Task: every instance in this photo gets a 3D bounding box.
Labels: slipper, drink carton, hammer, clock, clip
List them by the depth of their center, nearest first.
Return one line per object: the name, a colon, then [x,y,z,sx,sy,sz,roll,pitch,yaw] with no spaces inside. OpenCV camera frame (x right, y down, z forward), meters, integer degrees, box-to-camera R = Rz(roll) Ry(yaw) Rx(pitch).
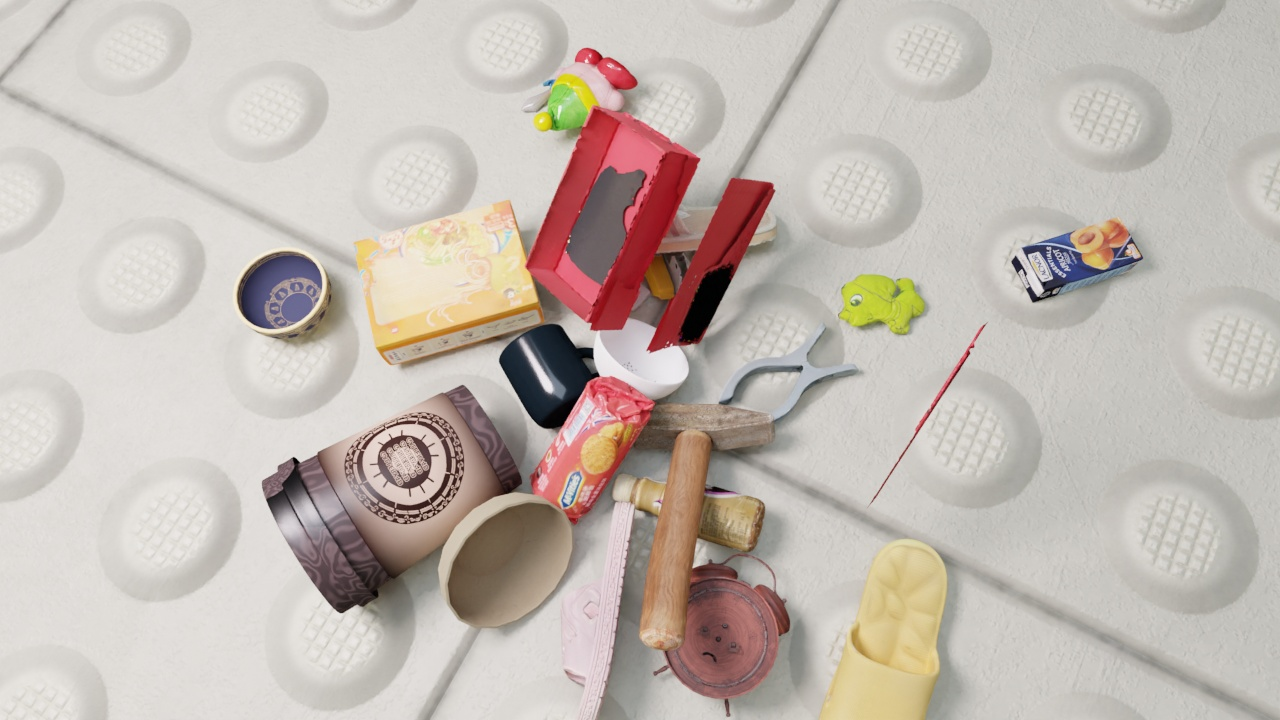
slipper: [0.254,0.306,0.930,0.099,0.078,0.262,18,71,8]
hammer: [0.048,0.159,0.935,0.158,0.037,0.299,0,42,13]
clock: [0.089,0.275,0.952,0.120,0.072,0.157,26,74,12]
slipper: [-0.052,0.260,0.955,0.064,0.094,0.238,10,68,3]
clip: [0.176,0.037,1.062,0.163,0.028,0.112,-32,73,-8]
drink carton: [0.518,-0.120,1.095,0.130,0.040,0.064,-18,69,-3]
clip: [0.056,-0.108,1.113,0.056,0.056,0.102,-6,65,-34]
slipper: [0.036,-0.178,1.118,0.263,0.052,0.114,0,35,0]

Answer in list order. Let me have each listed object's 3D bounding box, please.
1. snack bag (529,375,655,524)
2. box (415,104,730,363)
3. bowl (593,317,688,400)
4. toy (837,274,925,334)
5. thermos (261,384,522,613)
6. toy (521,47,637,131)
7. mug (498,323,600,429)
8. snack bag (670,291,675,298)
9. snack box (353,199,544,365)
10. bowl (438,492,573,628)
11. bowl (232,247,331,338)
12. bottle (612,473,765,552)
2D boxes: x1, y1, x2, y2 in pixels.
snack bag: [-0.057,0.094,0.999,0.082,0.082,0.177,39,115,16]
box: [-0.087,-0.138,0.910,0.198,0.350,0.217,40,116,32]
bowl: [-0.006,0.006,1.054,0.114,0.051,0.114,21,33,-15]
toy: [0.285,-0.068,1.091,0.093,0.036,0.094,41,78,8]
thermos: [-0.256,0.137,0.979,0.226,0.173,0.172,-31,71,-15]
toy: [-0.089,-0.345,1.190,0.124,0.096,0.131,37,94,21]
mug: [-0.089,0.016,1.062,0.121,0.085,0.094,-18,67,-35]
snack bag: [0.017,-0.117,1.129,0.026,0.020,0.099,-9,67,-29]
snack box: [-0.228,-0.091,1.102,0.195,0.081,0.145,-16,70,-4]
bowl: [-0.147,0.202,0.966,0.152,0.152,0.050,-45,43,-13]
bowl: [-0.427,-0.074,1.117,0.112,0.061,0.112,-1,69,3]
bottle: [0.050,0.160,1.007,0.166,0.060,0.059,13,70,17]
